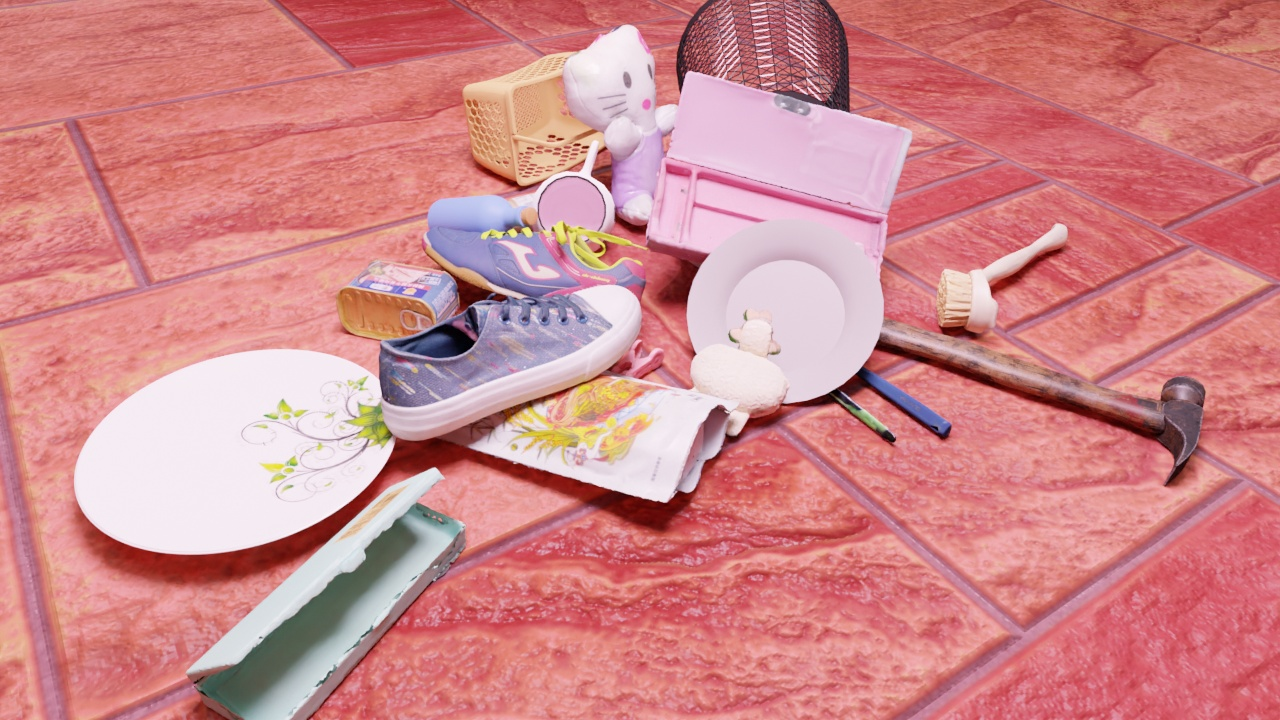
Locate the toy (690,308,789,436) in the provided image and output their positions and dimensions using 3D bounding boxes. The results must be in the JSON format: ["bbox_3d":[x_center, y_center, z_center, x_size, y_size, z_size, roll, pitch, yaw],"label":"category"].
[{"bbox_3d":[0.084,0.014,0.782,0.087,0.050,0.112,20,65,23],"label":"toy"}]

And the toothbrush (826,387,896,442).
[{"bbox_3d":[0.160,0.017,0.817,0.017,0.014,0.188,-14,40,-33],"label":"toothbrush"}]

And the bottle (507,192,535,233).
[{"bbox_3d":[-0.113,-0.168,1.024,0.109,0.043,0.042,-20,43,-25],"label":"bottle"}]

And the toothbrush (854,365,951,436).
[{"bbox_3d":[0.196,0.014,0.821,0.017,0.016,0.190,-30,47,-25],"label":"toothbrush"}]

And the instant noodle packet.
[{"bbox_3d":[-0.068,0.036,0.751,0.269,0.057,0.146,15,38,23],"label":"instant noodle packet"}]

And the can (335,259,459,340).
[{"bbox_3d":[-0.224,-0.054,0.858,0.100,0.054,0.058,11,36,11],"label":"can"}]

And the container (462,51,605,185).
[{"bbox_3d":[-0.101,-0.297,1.125,0.167,0.129,0.182,19,40,32],"label":"container"}]

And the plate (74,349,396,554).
[{"bbox_3d":[-0.303,0.070,0.707,0.229,0.030,0.229,1,37,-1],"label":"plate"}]

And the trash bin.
[{"bbox_3d":[0.150,-0.294,1.081,0.217,0.217,0.242,3,44,0],"label":"trash bin"}]

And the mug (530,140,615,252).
[{"bbox_3d":[-0.066,-0.171,0.969,0.090,0.124,0.076,19,2,-3],"label":"mug"}]

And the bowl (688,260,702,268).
[{"bbox_3d":[0.098,-0.132,0.968,0.132,0.064,0.131,1,37,-1],"label":"bowl"}]

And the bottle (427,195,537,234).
[{"bbox_3d":[-0.161,-0.147,0.956,0.131,0.048,0.047,3,32,35],"label":"bottle"}]

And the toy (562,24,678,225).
[{"bbox_3d":[-0.015,-0.264,1.036,0.086,0.209,0.137,-3,24,42],"label":"toy"}]

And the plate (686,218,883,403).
[{"bbox_3d":[0.129,-0.044,0.826,0.173,0.019,0.172,-4,74,13],"label":"plate"}]

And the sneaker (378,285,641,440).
[{"bbox_3d":[-0.099,-0.018,0.730,0.235,0.079,0.087,-26,37,-27],"label":"sneaker"}]

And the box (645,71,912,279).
[{"bbox_3d":[0.132,-0.162,0.885,0.233,0.180,0.055,14,-3,-7],"label":"box"}]

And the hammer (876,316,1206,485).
[{"bbox_3d":[0.317,0.010,0.820,0.331,0.033,0.119,20,42,23],"label":"hammer"}]

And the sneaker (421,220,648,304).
[{"bbox_3d":[-0.102,-0.100,0.885,0.242,0.091,0.116,23,7,21],"label":"sneaker"}]

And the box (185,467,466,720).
[{"bbox_3d":[-0.197,0.137,0.585,0.077,0.079,0.188,19,40,22],"label":"box"}]

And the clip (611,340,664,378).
[{"bbox_3d":[-0.002,0.006,0.818,0.035,0.022,0.057,26,48,24],"label":"clip"}]

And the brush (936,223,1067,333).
[{"bbox_3d":[0.381,-0.095,0.950,0.077,0.062,0.271,34,43,29],"label":"brush"}]
